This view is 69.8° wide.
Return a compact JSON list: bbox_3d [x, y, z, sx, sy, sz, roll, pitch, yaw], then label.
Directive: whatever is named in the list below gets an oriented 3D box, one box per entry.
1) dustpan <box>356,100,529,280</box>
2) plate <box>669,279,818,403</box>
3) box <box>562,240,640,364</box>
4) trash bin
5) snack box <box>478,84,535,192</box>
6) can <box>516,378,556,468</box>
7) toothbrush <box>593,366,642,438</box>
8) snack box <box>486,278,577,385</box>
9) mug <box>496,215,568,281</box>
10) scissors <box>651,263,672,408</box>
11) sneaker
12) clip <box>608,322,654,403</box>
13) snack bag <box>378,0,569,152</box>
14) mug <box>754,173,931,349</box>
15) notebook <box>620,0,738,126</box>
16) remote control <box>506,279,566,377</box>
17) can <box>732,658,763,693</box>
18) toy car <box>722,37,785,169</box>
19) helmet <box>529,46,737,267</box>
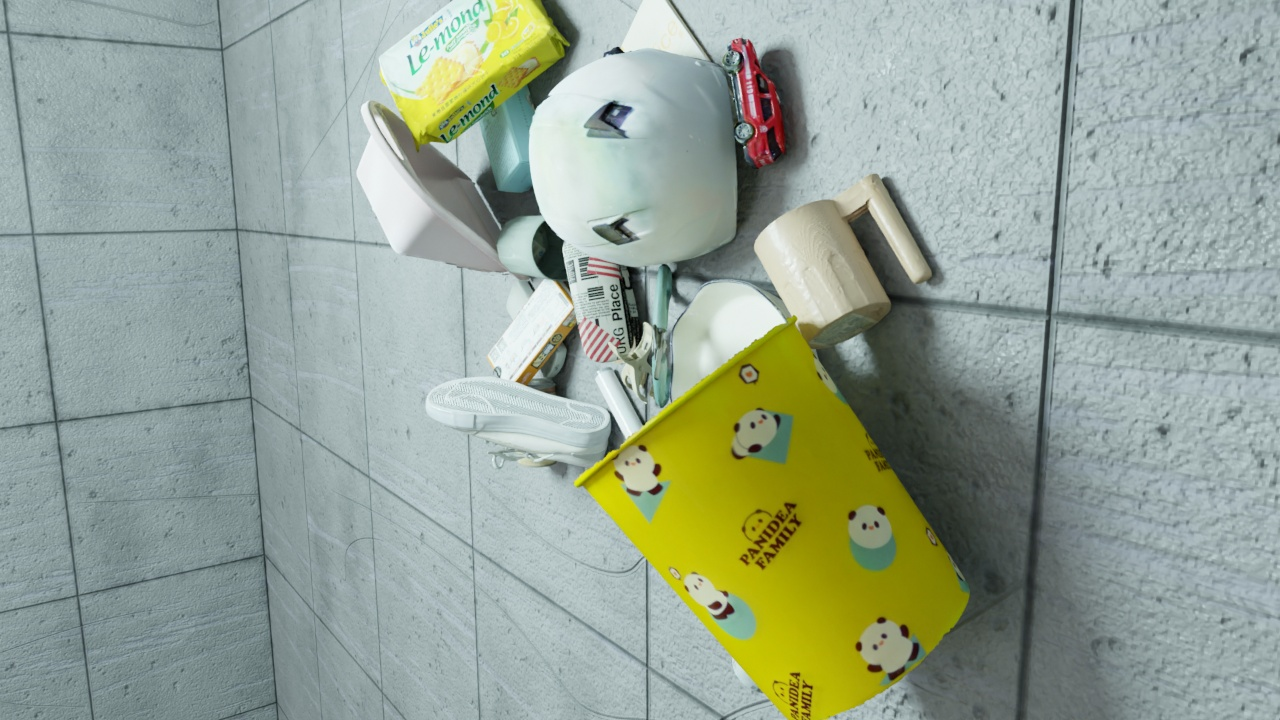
[{"bbox_3d":[-0.259,-0.235,1.223,0.139,0.272,0.222,-52,59,32],"label":"dustpan"},{"bbox_3d":[0.105,0.021,0.921,0.205,0.045,0.205,17,111,53],"label":"plate"},{"bbox_3d":[-0.050,-0.076,1.084,0.076,0.087,0.163,-18,79,47],"label":"box"},{"bbox_3d":[0.112,0.131,0.749,0.255,0.228,0.230,52,139,5],"label":"trash bin"},{"bbox_3d":[-0.180,-0.322,1.247,0.074,0.051,0.174,-37,66,52],"label":"snack box"},{"bbox_3d":[-0.144,0.086,1.270,0.059,0.058,0.116,13,107,53],"label":"can"},{"bbox_3d":[0.001,0.101,1.098,0.026,0.026,0.221,-42,60,24],"label":"toothbrush"},{"bbox_3d":[-0.142,-0.034,1.222,0.154,0.026,0.075,-50,52,17],"label":"snack box"},{"bbox_3d":[-0.120,-0.165,1.184,0.103,0.083,0.124,13,80,54],"label":"mug"},{"bbox_3d":[0.023,-0.034,0.992,0.170,0.019,0.181,72,-159,-70],"label":"scissors"},{"bbox_3d":[-0.158,0.089,1.188,0.089,0.242,0.091,-70,-11,-53],"label":"sneaker"},{"bbox_3d":[0.000,0.003,1.062,0.034,0.066,0.099,44,152,44],"label":"clip"},{"bbox_3d":[-0.216,-0.387,1.181,0.247,0.068,0.158,-34,62,8],"label":"snack bag"},{"bbox_3d":[0.174,-0.083,0.788,0.125,0.084,0.103,-33,69,24],"label":"mug"},{"bbox_3d":[0.029,-0.286,0.998,0.206,0.010,0.146,62,140,25],"label":"notebook"},{"bbox_3d":[-0.145,-0.046,1.278,0.150,0.021,0.058,58,138,31],"label":"remote control"},{"bbox_3d":[0.144,0.266,0.901,0.058,0.058,0.147,56,137,32],"label":"can"},{"bbox_3d":[0.108,-0.242,0.861,0.045,0.053,0.120,-12,90,15],"label":"toy car"},{"bbox_3d":[-0.029,-0.198,0.935,0.259,0.145,0.229,17,117,41],"label":"helmet"}]
